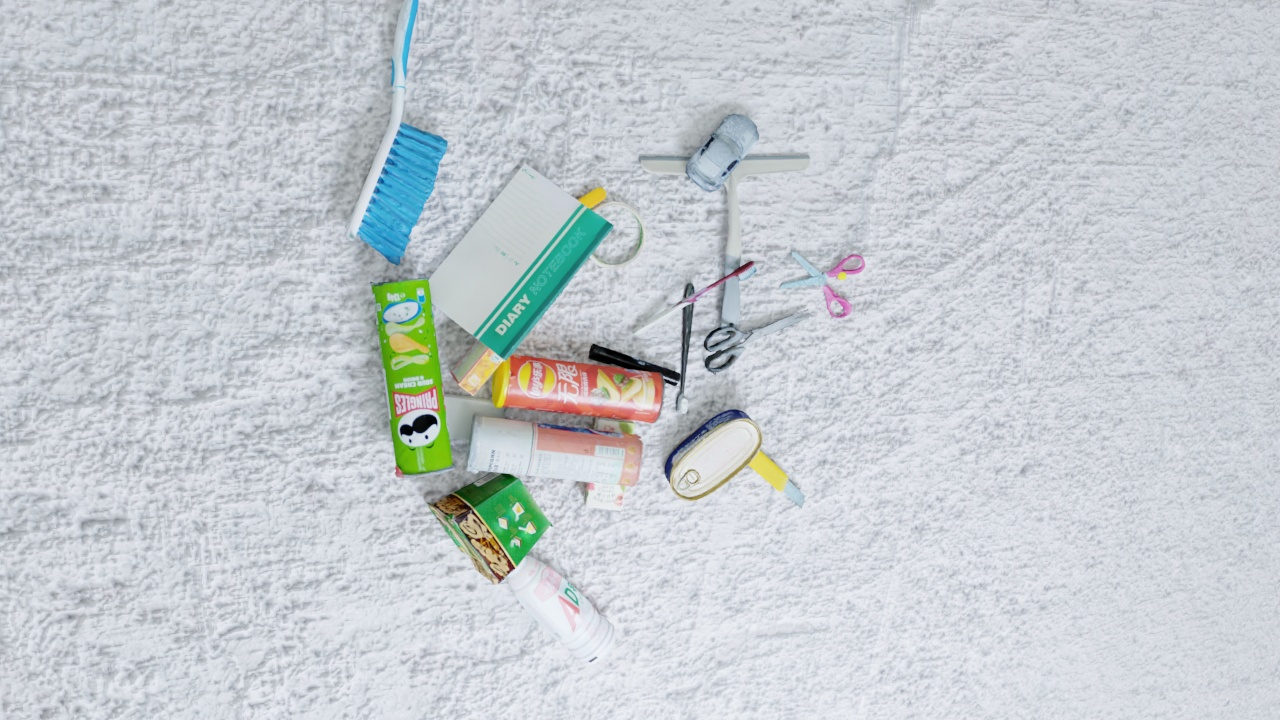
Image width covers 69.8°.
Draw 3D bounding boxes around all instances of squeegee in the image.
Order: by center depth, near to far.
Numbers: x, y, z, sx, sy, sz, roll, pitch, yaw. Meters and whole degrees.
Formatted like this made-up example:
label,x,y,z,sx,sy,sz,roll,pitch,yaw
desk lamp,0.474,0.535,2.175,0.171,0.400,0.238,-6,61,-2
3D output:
label,x,y,z,sx,sy,sz,roll,pitch,yaw
squeegee,0.122,-0.151,1.234,0.246,0.039,0.247,-4,102,-18

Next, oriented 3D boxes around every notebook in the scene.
label,x,y,z,sx,sy,sz,roll,pitch,yaw
notebook,-0.152,-0.122,1.114,0.150,0.012,0.209,37,86,19

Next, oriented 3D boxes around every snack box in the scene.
label,x,y,z,sx,sy,sz,roll,pitch,yaw
snack box,-0.173,-0.031,1.138,0.027,0.077,0.155,41,86,-22
snack box,-0.188,0.201,1.170,0.105,0.118,0.117,-39,111,-21

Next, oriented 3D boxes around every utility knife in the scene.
label,x,y,z,sx,sy,sz,roll,pitch,yaw
utility knife,0.172,0.151,1.322,0.197,0.015,0.033,42,94,-19

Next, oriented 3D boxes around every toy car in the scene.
label,x,y,z,sx,sy,sz,roll,pitch,yaw
toy car,0.109,-0.272,1.194,0.054,0.037,0.120,39,73,-1

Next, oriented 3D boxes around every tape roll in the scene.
label,x,y,z,sx,sy,sz,roll,pitch,yaw
tape roll,-0.035,-0.163,1.192,0.085,0.014,0.086,-3,101,-18

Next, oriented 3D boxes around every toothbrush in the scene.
label,x,y,z,sx,sy,sz,roll,pitch,yaw
toothbrush,0.072,-0.080,1.224,0.187,0.016,0.017,-30,119,4
toothbrush,0.063,-0.015,1.254,0.015,0.018,0.181,1,99,-16

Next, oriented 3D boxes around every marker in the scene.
label,x,y,z,sx,sy,sz,roll,pitch,yaw
marker,-0.097,-0.183,1.168,0.123,0.015,0.018,-34,108,-7
marker,-0.007,0.007,1.232,0.132,0.020,0.022,19,111,-20

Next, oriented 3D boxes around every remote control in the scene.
label,x,y,z,sx,sy,sz,roll,pitch,yaw
remote control,-0.242,0.071,1.166,0.135,0.019,0.056,8,98,-19

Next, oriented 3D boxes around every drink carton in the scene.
label,x,y,z,sx,sy,sz,roll,pitch,yaw
drink carton,-0.043,0.135,1.231,0.053,0.045,0.122,7,98,-11

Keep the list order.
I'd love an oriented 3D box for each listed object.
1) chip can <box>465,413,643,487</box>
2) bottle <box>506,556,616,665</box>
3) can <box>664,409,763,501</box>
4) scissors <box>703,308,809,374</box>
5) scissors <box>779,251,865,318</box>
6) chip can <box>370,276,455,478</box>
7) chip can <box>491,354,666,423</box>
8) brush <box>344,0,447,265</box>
label,x,y,z,sx,sy,sz,roll,pitch,yaw
chip can,-0.107,0.115,1.155,0.214,0.071,0.071,8,98,-12
bottle,-0.117,0.326,1.235,0.068,0.068,0.197,-44,108,-6
can,0.099,0.129,1.265,0.148,0.049,0.074,-40,108,2
scissors,0.161,-0.042,1.271,0.174,0.014,0.140,-48,133,5
scissors,0.260,-0.107,1.303,0.133,0.017,0.124,-12,108,-11
chip can,-0.274,0.020,1.100,0.072,0.072,0.236,-8,94,-17
chip can,-0.079,0.037,1.181,0.216,0.073,0.073,8,98,-17
brush,-0.273,-0.276,1.073,0.109,0.060,0.314,22,90,-18
